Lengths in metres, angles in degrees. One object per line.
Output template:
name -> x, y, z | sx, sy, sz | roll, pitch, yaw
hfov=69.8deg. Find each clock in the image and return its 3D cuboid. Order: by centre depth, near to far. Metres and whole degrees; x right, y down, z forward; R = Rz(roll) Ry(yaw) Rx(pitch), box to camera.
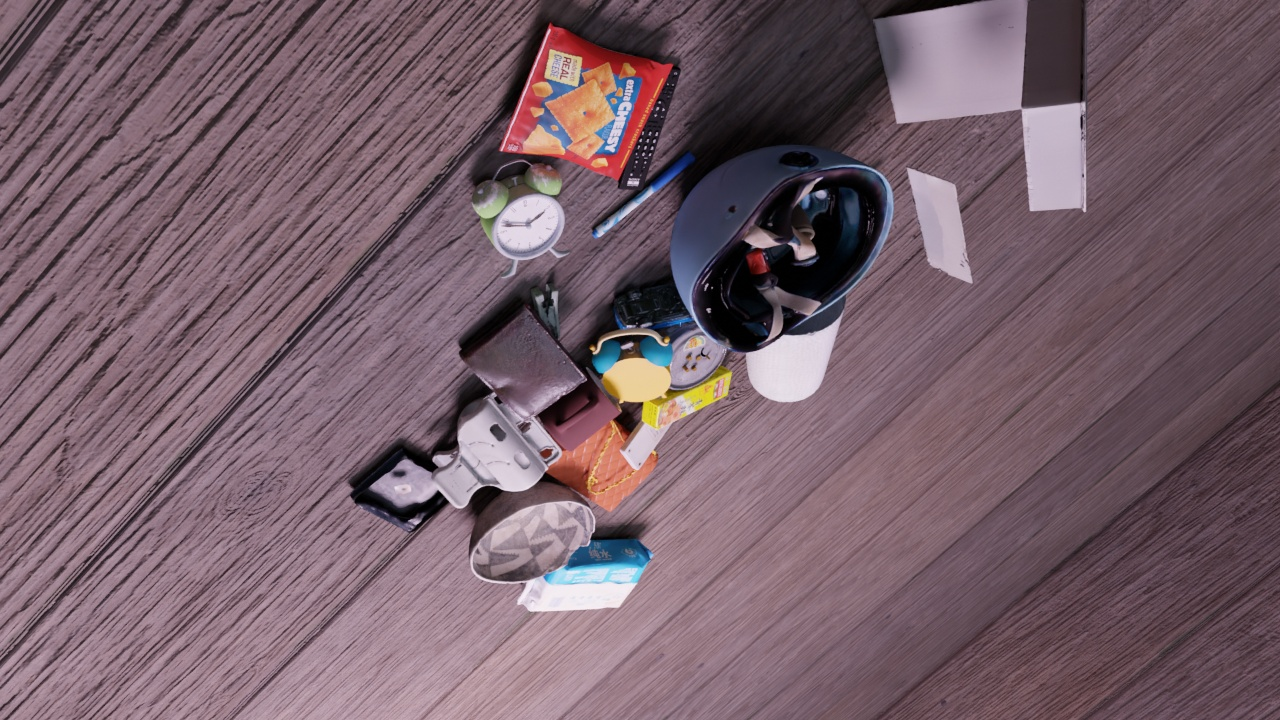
clock -> -0.123, -0.152, 0.940 | 0.094, 0.042, 0.119 | -22, 139, -17
clock -> -0.007, 0.007, 1.127 | 0.099, 0.043, 0.130 | -6, 139, 7
clock -> 0.050, -0.005, 1.194 | 0.148, 0.056, 0.104 | -34, 140, -5

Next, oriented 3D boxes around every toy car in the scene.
toy car -> 0.024, -0.066, 1.122 | 0.120, 0.056, 0.044 | -14, 161, -17

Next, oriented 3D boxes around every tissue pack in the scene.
tissue pack -> -0.089, 0.331, 1.418 | 0.209, 0.066, 0.117 | 6, 126, -37

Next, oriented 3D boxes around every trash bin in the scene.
trash bin -> 0.197, -0.033, 1.222 | 0.133, 0.133, 0.161 | -24, 144, -14

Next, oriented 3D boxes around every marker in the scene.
marker -> 0.002, -0.183, 1.021 | 0.142, 0.013, 0.013 | -39, 140, 3

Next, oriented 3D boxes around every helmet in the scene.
helmet -> 0.150, -0.147, 1.038 | 0.265, 0.166, 0.226 | -24, 141, -12

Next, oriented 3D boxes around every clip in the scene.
clip -> -0.109, -0.053, 1.062 | 0.045, 0.023, 0.076 | -18, 135, -18
clip -> -0.184, 0.113, 1.117 | 0.144, 0.075, 0.125 | -34, 112, 2

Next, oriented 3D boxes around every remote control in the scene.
remote control -> 0.008, -0.243, 0.968 | 0.030, 0.009, 0.140 | -5, 131, -32
remote control -> 0.022, 0.083, 1.252 | 0.135, 0.011, 0.050 | -53, 140, -18

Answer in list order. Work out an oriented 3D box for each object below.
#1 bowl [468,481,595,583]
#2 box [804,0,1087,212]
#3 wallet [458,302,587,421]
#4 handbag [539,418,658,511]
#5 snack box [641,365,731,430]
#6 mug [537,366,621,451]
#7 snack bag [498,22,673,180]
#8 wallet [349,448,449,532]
bowl -> -0.156, 0.221, 1.249 | 0.178, 0.081, 0.179 | -19, 141, -16
box -> 0.354, -0.322, 1.038 | 0.171, 0.380, 0.167 | -49, 141, -11
wallet -> -0.134, 0.004, 1.060 | 0.099, 0.031, 0.120 | -35, 115, 11
handbag -> -0.052, 0.135, 1.260 | 0.109, 0.060, 0.172 | -44, 140, 3
snack box -> 0.064, 0.048, 1.243 | 0.147, 0.029, 0.040 | -23, 131, -40
mug -> -0.078, 0.063, 1.139 | 0.082, 0.105, 0.073 | -38, 96, 3
snack bag -> -0.054, -0.248, 0.896 | 0.143, 0.039, 0.131 | 5, 125, -38
wallet -> -0.290, 0.160, 1.138 | 0.089, 0.026, 0.115 | -39, 140, 3
